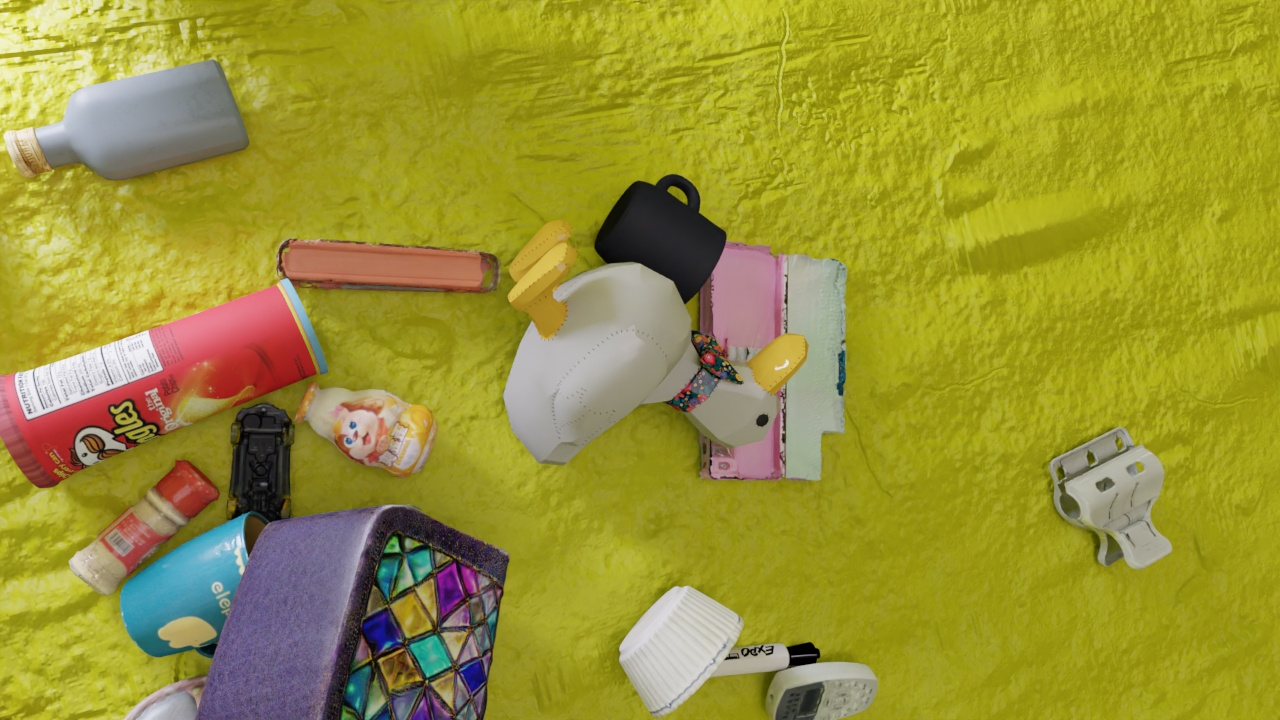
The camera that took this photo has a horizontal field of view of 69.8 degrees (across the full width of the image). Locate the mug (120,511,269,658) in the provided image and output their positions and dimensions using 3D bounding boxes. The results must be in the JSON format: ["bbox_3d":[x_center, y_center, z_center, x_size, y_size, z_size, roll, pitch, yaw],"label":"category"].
[{"bbox_3d":[-0.321,0.185,0.699,0.104,0.084,0.112,-24,126,-5],"label":"mug"}]

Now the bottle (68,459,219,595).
[{"bbox_3d":[-0.377,0.127,0.700,0.109,0.044,0.044,-46,102,-17],"label":"bottle"}]

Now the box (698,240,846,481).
[{"bbox_3d":[0.134,0.003,0.901,0.159,0.035,0.230,3,85,-20],"label":"box"}]

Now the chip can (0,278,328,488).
[{"bbox_3d":[-0.356,0.013,0.693,0.213,0.087,0.087,-24,95,-21],"label":"chip can"}]

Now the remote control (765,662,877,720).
[{"bbox_3d":[0.176,0.321,0.887,0.114,0.028,0.060,3,113,-22],"label":"remote control"}]

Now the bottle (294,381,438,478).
[{"bbox_3d":[-0.224,0.053,0.750,0.108,0.063,0.063,23,79,-17],"label":"bottle"}]

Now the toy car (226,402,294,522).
[{"bbox_3d":[-0.304,0.086,0.735,0.049,0.030,0.107,4,91,-19],"label":"toy car"}]

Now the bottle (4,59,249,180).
[{"bbox_3d":[-0.397,-0.180,0.712,0.161,0.046,0.072,-21,94,-20],"label":"bottle"}]

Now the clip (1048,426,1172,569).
[{"bbox_3d":[0.532,0.159,1.024,0.124,0.082,0.147,-19,83,-18],"label":"clip"}]

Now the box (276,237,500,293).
[{"bbox_3d":[-0.209,-0.079,0.776,0.186,0.053,0.058,-1,54,-22],"label":"box"}]

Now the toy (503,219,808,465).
[{"bbox_3d":[-0.005,0.004,0.790,0.247,0.140,0.267,-41,112,11],"label":"toy"}]

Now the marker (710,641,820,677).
[{"bbox_3d":[0.115,0.286,0.879,0.125,0.025,0.025,2,85,-20],"label":"marker"}]

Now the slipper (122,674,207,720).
[{"bbox_3d":[-0.257,0.308,0.709,0.274,0.055,0.114,16,61,-22],"label":"slipper"}]

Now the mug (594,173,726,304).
[{"bbox_3d":[0.022,-0.123,0.847,0.094,0.085,0.121,31,60,-16],"label":"mug"}]

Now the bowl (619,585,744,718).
[{"bbox_3d":[0.029,0.249,0.810,0.062,0.115,0.115,44,72,3],"label":"bowl"}]

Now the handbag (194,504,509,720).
[{"bbox_3d":[-0.184,0.225,0.671,0.222,0.126,0.204,50,37,-47],"label":"handbag"}]
